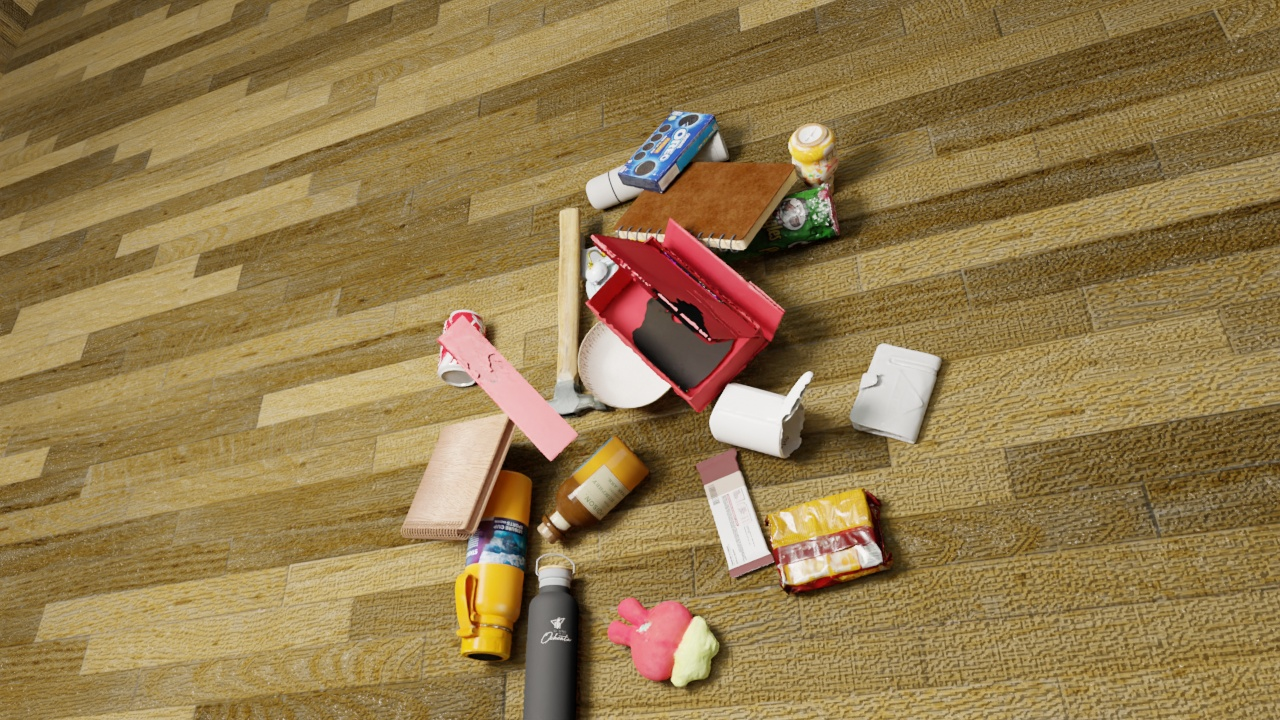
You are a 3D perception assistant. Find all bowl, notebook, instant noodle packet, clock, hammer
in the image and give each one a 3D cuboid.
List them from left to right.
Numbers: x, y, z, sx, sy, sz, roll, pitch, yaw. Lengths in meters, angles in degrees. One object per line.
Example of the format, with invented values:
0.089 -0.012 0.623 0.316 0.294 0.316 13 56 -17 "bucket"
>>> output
-0.247 0.160 1.235 0.211 0.022 0.168 -14 51 54 "notebook"
-0.106 -0.074 1.339 0.132 0.033 0.329 -11 65 23 "hammer"
-0.040 -0.105 1.298 0.057 0.083 0.117 -31 96 26 "clock"
-0.007 0.007 1.239 0.145 0.063 0.145 -6 65 12 "bowl"
0.045 -0.204 1.368 0.324 0.029 0.127 -24 55 10 "hammer"
0.086 -0.216 1.276 0.226 0.024 0.167 11 54 39 "notebook"
0.214 0.205 1.042 0.136 0.039 0.098 -19 56 16 "instant noodle packet"

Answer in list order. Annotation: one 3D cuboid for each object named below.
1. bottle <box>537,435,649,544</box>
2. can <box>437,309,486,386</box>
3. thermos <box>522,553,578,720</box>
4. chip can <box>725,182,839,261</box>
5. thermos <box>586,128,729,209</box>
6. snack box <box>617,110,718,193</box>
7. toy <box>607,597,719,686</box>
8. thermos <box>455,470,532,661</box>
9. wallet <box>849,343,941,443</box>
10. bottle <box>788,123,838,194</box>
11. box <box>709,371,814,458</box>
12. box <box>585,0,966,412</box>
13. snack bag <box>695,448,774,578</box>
-0.066 0.172 1.175 0.157 0.068 0.068 -43 53 -3 "bottle"
-0.268 -0.019 1.384 0.064 0.064 0.104 -10 58 20 "can"
-0.105 0.343 1.098 0.061 0.061 0.230 -12 58 19 "thermos"
0.158 -0.180 1.272 0.224 0.075 0.075 -14 57 18 "chip can"
0.023 -0.293 1.413 0.224 0.052 0.052 -20 55 14 "thermos"
0.042 -0.311 1.357 0.082 0.027 0.150 18 62 41 "snack box"
0.024 0.322 1.059 0.135 0.045 0.091 14 71 26 "toy"
-0.193 0.259 1.172 0.076 0.091 0.232 -43 38 52 "thermos"
0.306 0.036 1.102 0.086 0.032 0.116 11 67 27 "wallet"
0.241 -0.271 1.261 0.063 0.109 0.063 -10 53 14 "bottle"
0.148 0.057 1.097 0.138 0.143 0.083 15 54 28 "box"
0.141 -0.194 1.116 0.215 0.141 0.512 44 106 25 "box"
0.114 0.183 1.118 0.057 0.013 0.157 -26 54 12 "snack bag"
